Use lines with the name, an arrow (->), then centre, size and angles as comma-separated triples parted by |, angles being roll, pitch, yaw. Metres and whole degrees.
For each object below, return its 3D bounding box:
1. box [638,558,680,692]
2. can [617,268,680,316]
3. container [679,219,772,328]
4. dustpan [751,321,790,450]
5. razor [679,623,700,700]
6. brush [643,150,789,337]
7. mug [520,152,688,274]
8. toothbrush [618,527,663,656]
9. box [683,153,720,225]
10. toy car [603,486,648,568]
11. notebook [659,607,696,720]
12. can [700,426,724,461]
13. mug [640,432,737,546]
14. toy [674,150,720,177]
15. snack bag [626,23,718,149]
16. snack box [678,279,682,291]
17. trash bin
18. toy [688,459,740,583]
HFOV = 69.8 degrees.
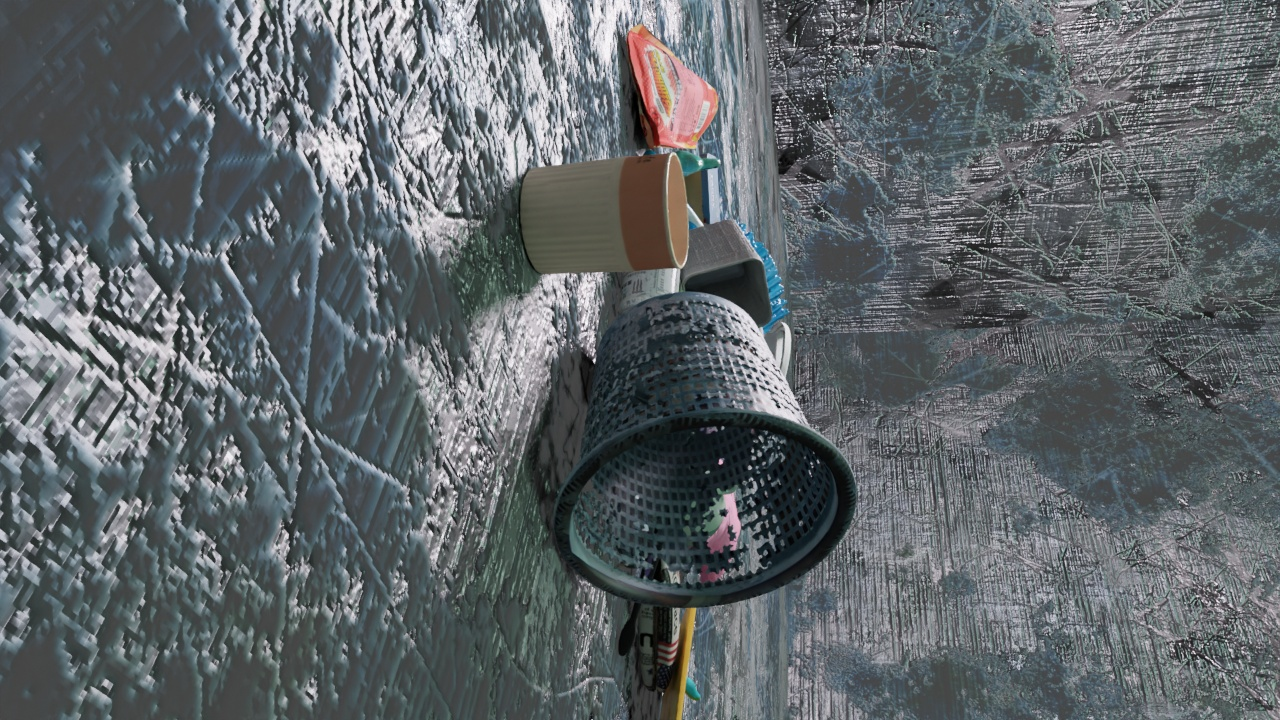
box -> 0.015, 0.259, 0.929 | 0.070, 0.056, 0.164 | -30, 123, -60
can -> 0.011, -0.097, 0.923 | 0.058, 0.058, 0.146 | 67, 25, -58
container -> 0.087, -0.095, 1.034 | 0.114, 0.090, 0.090 | -104, 179, -54
dustpan -> 0.174, 0.068, 1.430 | 0.222, 0.143, 0.258 | -78, 160, -46
razor -> 0.053, 0.369, 1.100 | 0.043, 0.028, 0.133 | -127, -162, -52
brush -> 0.095, -0.142, 1.117 | 0.109, 0.061, 0.315 | -51, 128, -34
mug -> -0.021, -0.100, 0.676 | 0.114, 0.106, 0.081 | 49, 41, -70
toothbrush -> 0.011, 0.186, 0.860 | 0.017, 0.014, 0.189 | 52, 56, -89
box -> 0.071, -0.186, 1.193 | 0.089, 0.060, 0.184 | -39, 128, -73
toy car -> -0.008, 0.153, 0.855 | 0.121, 0.037, 0.054 | 74, 18, -56
notebook -> 0.030, 0.366, 0.944 | 0.205, 0.010, 0.146 | -77, 179, -49
can -> 0.104, 0.091, 1.310 | 0.053, 0.053, 0.135 | -57, 143, -68
mug -> 0.051, 0.127, 0.929 | 0.082, 0.112, 0.106 | -111, 178, -46
toy -> 0.052, -0.234, 1.095 | 0.092, 0.096, 0.030 | -124, -151, -80
snack bag -> 0.031, -0.301, 1.044 | 0.207, 0.073, 0.128 | -29, 111, -70
snack box -> 0.035, -0.036, 1.086 | 0.156, 0.026, 0.086 | -77, 161, -48
trash bin -> 0.042, 0.058, 0.751 | 0.194, 0.226, 0.227 | -96, 174, -49
toy -> 0.087, 0.186, 1.173 | 0.178, 0.075, 0.195 | -79, 161, -45
